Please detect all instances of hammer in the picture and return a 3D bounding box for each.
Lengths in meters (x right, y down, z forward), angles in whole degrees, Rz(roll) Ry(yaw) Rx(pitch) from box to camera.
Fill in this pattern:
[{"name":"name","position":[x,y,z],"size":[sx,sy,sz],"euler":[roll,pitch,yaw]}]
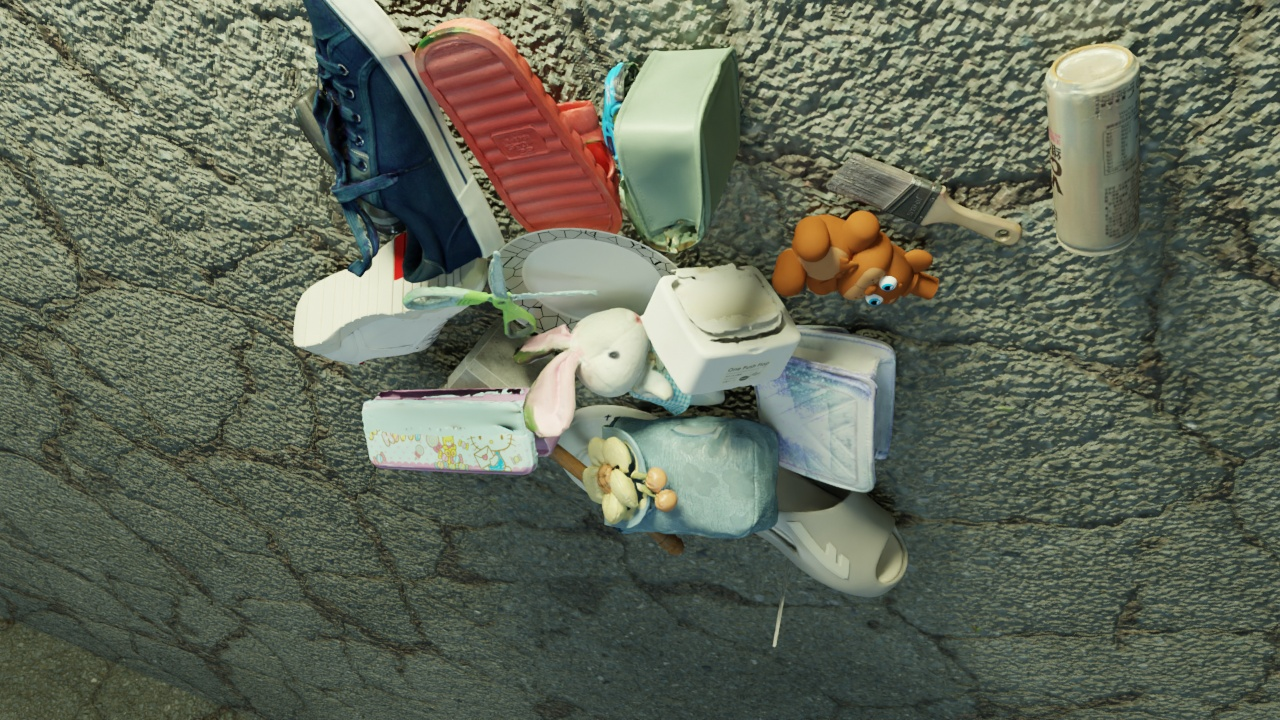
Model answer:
[{"name":"hammer","position":[-0.075,0.111,0.985],"size":[0.317,0.082,0.163],"euler":[40,137,-9]}]

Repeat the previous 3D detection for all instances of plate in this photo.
[{"name":"plate","position":[-0.016,0.123,1.045],"size":[0.182,0.034,0.183],"euler":[12,139,10]},{"name":"plate","position":[-0.044,-0.066,0.838],"size":[0.188,0.016,0.189],"euler":[6,150,4]}]

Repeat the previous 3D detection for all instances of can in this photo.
[{"name":"can","position":[0.303,-0.138,0.612],"size":[0.054,0.054,0.136],"euler":[-3,135,25]}]

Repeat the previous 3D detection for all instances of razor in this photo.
[{"name":"razor","position":[-0.251,-0.173,0.803],"size":[0.064,0.052,0.140],"euler":[-14,127,36]}]

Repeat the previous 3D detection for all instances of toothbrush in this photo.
[{"name":"toothbrush","position":[0.159,0.215,0.962],"size":[0.010,0.181,0.010],"euler":[22,145,-7]}]

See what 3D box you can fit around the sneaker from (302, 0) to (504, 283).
[{"name":"sneaker","position":[-0.213,-0.170,0.707],"size":[0.120,0.127,0.295],"euler":[47,164,43]}]

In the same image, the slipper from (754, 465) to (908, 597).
[{"name":"slipper","position":[0.173,0.146,0.945],"size":[0.266,0.112,0.081],"euler":[31,137,-2]}]

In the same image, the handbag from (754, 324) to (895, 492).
[{"name":"handbag","position":[0.169,0.040,0.858],"size":[0.127,0.069,0.159],"euler":[16,141,27]}]

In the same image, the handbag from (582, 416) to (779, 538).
[{"name":"handbag","position":[0.032,0.113,0.876],"size":[0.192,0.121,0.118],"euler":[0,177,34]}]

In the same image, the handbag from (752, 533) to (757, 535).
[{"name":"handbag","position":[0.117,0.167,1.050],"size":[0.055,0.029,0.120],"euler":[-1,140,26]}]

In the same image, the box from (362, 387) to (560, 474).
[{"name":"box","position":[-0.184,0.067,0.906],"size":[0.215,0.064,0.078],"euler":[-2,115,31]}]

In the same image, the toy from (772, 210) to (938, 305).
[{"name":"toy","position":[0.175,-0.072,0.732],"size":[0.127,0.065,0.095],"euler":[20,146,-7]}]

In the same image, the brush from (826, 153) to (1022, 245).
[{"name":"brush","position":[0.218,-0.119,0.699],"size":[0.151,0.012,0.039],"euler":[21,139,-1]}]

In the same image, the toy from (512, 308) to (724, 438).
[{"name":"toy","position":[-0.005,0.005,0.846],"size":[0.205,0.131,0.106],"euler":[6,131,-19]}]

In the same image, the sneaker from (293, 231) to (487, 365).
[{"name":"sneaker","position":[-0.228,-0.052,0.913],"size":[0.237,0.090,0.104],"euler":[-21,149,26]}]

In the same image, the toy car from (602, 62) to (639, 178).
[{"name":"toy car","position":[-0.009,-0.174,0.703],"size":[0.032,0.048,0.105],"euler":[2,137,19]}]

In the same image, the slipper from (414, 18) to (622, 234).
[{"name":"slipper","position":[-0.082,-0.178,0.721],"size":[0.104,0.059,0.249],"euler":[-3,149,23]}]

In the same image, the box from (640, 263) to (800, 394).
[{"name":"box","position":[0.072,-0.041,0.763],"size":[0.107,0.102,0.091],"euler":[-8,145,-28]}]

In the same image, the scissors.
[{"name":"scissors","position":[-0.124,-0.054,0.816],"size":[0.172,0.021,0.172],"euler":[-1,156,-2]}]

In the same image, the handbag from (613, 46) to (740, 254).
[{"name":"handbag","position":[0.028,-0.154,0.654],"size":[0.067,0.121,0.106],"euler":[5,137,18]}]
